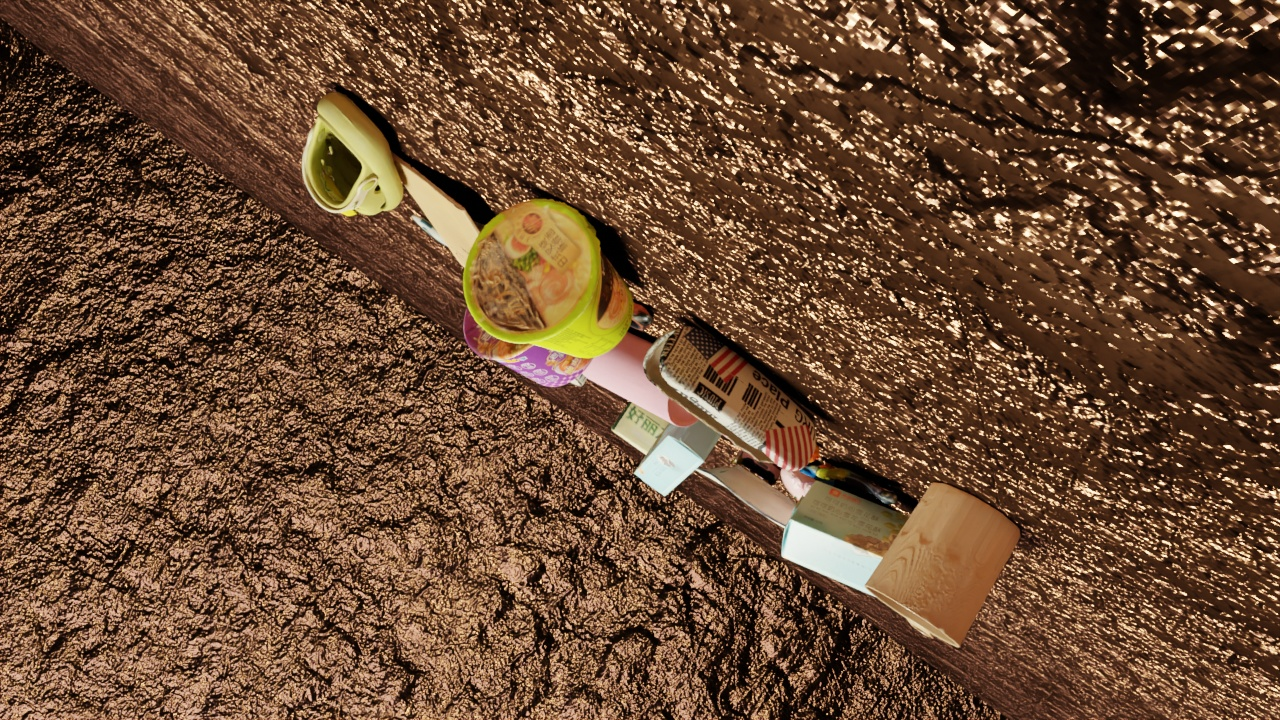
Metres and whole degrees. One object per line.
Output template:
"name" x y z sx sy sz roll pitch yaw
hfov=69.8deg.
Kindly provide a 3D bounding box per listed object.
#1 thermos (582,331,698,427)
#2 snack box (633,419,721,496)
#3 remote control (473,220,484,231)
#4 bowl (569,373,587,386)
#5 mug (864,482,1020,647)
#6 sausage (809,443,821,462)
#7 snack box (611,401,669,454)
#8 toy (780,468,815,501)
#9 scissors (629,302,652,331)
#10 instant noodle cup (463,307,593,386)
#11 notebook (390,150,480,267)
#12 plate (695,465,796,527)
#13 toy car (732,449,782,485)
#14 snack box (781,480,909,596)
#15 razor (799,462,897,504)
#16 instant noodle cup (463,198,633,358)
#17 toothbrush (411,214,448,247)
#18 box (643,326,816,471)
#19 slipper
"thermos" -0.006 0.006 0.978 0.087 0.067 0.199 2 -164 -42
"snack box" 0.049 0.098 1.072 0.051 0.074 0.175 36 155 2
"remote control" -0.147 -0.117 0.947 0.125 0.024 0.049 27 166 48
"bowl" -0.102 -0.026 1.134 0.116 0.066 0.116 33 170 6
"mug" 0.251 0.171 0.754 0.084 0.103 0.124 29 170 34
"sausage" 0.113 0.051 0.896 0.165 0.021 0.021 36 172 -10
"snack box" 0.026 0.103 1.285 0.114 0.063 0.240 34 178 3
"toy" 0.219 0.167 1.004 0.159 0.054 0.121 35 -179 -25
"scissors" -0.040 -0.055 0.909 0.185 0.015 0.209 32 171 20
"instant noodle cup" -0.101 -0.030 0.899 0.112 0.111 0.099 28 170 38
"notebook" -0.183 -0.124 0.950 0.148 0.008 0.208 38 167 30
"plate" 0.150 0.167 1.075 0.163 0.034 0.164 36 176 -22
"toy car" 0.146 0.126 1.132 0.056 0.037 0.122 35 175 5
"snack box" 0.228 0.181 0.872 0.175 0.074 0.052 20 124 21
"razor" 0.208 0.118 0.903 0.042 0.022 0.143 22 176 -19
"instant noodle cup" -0.062 -0.054 0.732 0.112 0.111 0.123 31 179 23
"toothbrush" -0.217 -0.125 1.185 0.191 0.018 0.016 38 171 -21
"box" 0.080 0.035 0.772 0.163 0.076 0.087 38 -169 -12
"slipper" -0.283 -0.184 0.868 0.091 0.081 0.191 48 165 -2
